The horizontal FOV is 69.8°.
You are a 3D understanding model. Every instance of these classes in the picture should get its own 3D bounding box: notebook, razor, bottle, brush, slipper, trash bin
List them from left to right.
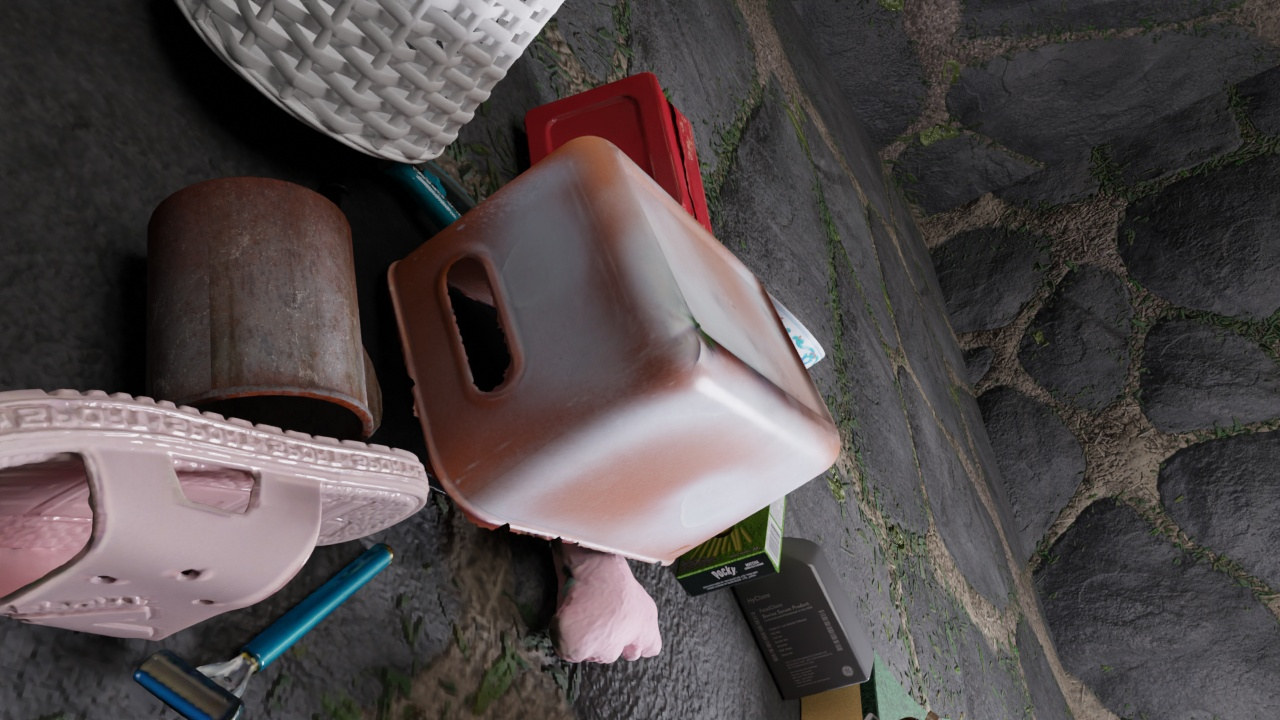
[{"bbox_3d":[-0.164,0.066,0.341,0.239,0.094,0.064,22,45,-65],"label":"slipper"},{"bbox_3d":[-0.154,0.116,0.407,0.042,0.022,0.143,31,19,9],"label":"razor"},{"bbox_3d":[-0.136,-0.032,0.572,0.169,0.019,0.231,38,37,-48],"label":"notebook"},{"bbox_3d":[-0.003,0.003,0.571,0.259,0.158,0.181,30,33,-53],"label":"trash bin"},{"bbox_3d":[0.135,0.212,0.828,0.174,0.084,0.046,64,25,-3],"label":"bottle"},{"bbox_3d":[0.246,0.415,0.881,0.250,0.075,0.194,45,32,-39],"label":"brush"}]

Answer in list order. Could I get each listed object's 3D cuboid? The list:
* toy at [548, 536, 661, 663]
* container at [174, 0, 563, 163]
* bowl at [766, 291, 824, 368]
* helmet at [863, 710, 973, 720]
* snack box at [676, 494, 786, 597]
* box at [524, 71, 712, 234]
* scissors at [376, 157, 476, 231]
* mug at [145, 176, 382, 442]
[{"bbox_3d":[-0.021,0.158,0.591,0.096,0.053,0.099,38,29,-33],"label":"toy"},{"bbox_3d":[-0.130,-0.241,0.506,0.189,0.187,0.189,37,25,-21],"label":"container"},{"bbox_3d":[0.117,-0.026,0.981,0.144,0.074,0.144,43,0,-1],"label":"bowl"},{"bbox_3d":[0.141,0.321,0.586,0.224,0.193,0.235,19,56,-1],"label":"helmet"},{"bbox_3d":[0.083,0.133,0.792,0.025,0.080,0.147,56,27,-21],"label":"snack box"},{"bbox_3d":[-0.020,-0.151,0.776,0.117,0.136,0.157,36,37,-51],"label":"box"},{"bbox_3d":[-0.140,-0.114,0.582,0.150,0.019,0.130,62,17,4],"label":"scissors"},{"bbox_3d":[-0.162,-0.009,0.418,0.123,0.096,0.110,37,41,-61],"label":"mug"}]
